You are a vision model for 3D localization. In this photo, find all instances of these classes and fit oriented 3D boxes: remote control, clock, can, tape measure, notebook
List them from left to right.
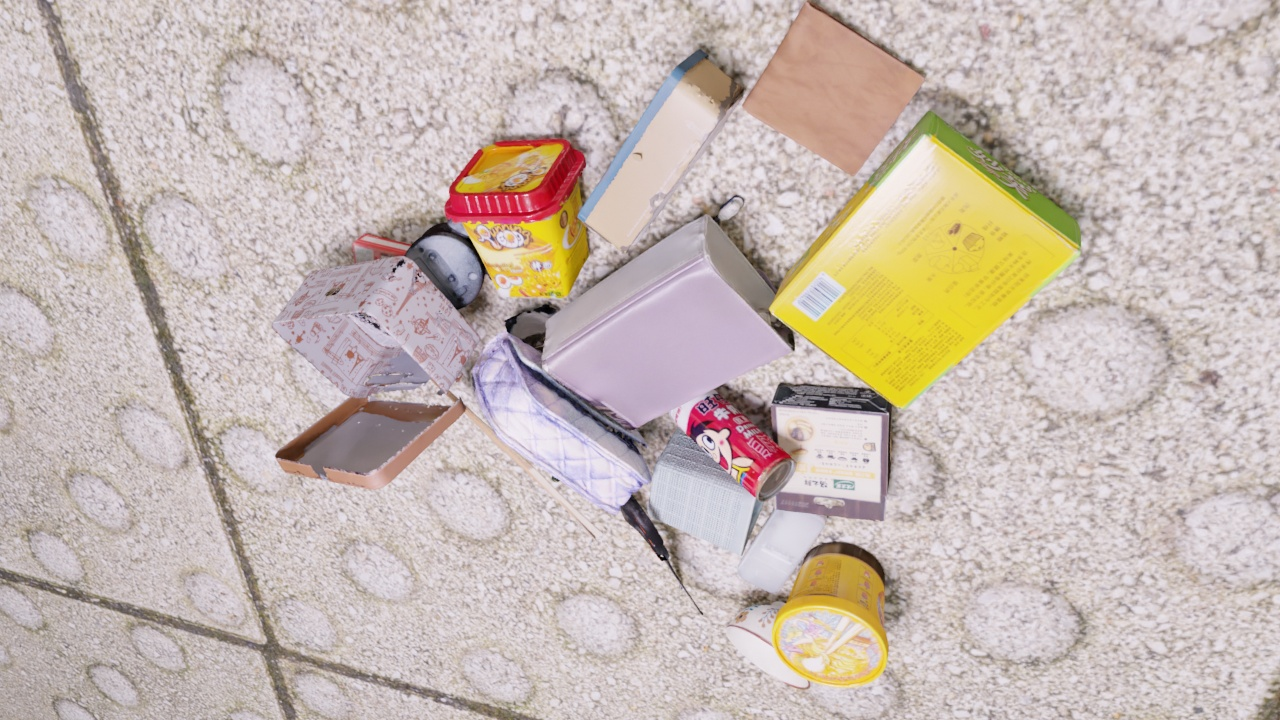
[{"bbox_3d":[-0.187,-0.103,0.938,0.122,0.055,0.082,-29,112,16],"label":"clock"},{"bbox_3d":[-0.136,0.099,0.969,0.211,0.012,0.149,34,166,42],"label":"notebook"},{"bbox_3d":[-0.104,-0.023,0.967,0.066,0.033,0.066,-14,103,29],"label":"tape measure"},{"bbox_3d":[0.090,0.078,0.915,0.133,0.053,0.053,42,133,31],"label":"can"},{"bbox_3d":[0.156,0.206,1.025,0.056,0.020,0.136,26,126,3],"label":"remote control"}]

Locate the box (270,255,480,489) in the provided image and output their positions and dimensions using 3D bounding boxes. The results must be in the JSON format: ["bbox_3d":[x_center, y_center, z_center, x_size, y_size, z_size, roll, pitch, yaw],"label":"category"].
[{"bbox_3d":[-0.288,0.024,0.915,0.183,0.192,0.157,-3,137,39],"label":"box"}]

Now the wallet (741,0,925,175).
[{"bbox_3d":[0.157,-0.221,0.756,0.115,0.020,0.101,32,126,-3],"label":"wallet"}]

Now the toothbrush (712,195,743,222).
[{"bbox_3d":[0.031,-0.101,0.884,0.015,0.018,0.182,43,128,-14],"label":"toothbrush"}]

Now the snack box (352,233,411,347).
[{"bbox_3d":[-0.277,-0.062,1.023,0.075,0.025,0.153,14,125,12],"label":"snack box"}]

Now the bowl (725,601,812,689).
[{"bbox_3d":[0.161,0.320,1.058,0.113,0.062,0.114,32,154,18],"label":"bowl"}]

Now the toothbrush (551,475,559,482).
[{"bbox_3d":[-0.085,0.068,1.038,0.017,0.012,0.186,14,125,7],"label":"toothbrush"}]

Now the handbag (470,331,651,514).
[{"bbox_3d":[-0.073,0.063,0.922,0.075,0.134,0.194,-44,127,8],"label":"handbag"}]

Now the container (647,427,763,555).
[{"bbox_3d":[0.073,0.134,0.972,0.111,0.089,0.090,17,125,14],"label":"container"}]

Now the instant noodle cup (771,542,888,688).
[{"bbox_3d":[0.209,0.267,0.984,0.118,0.114,0.119,10,124,15],"label":"instant noodle cup"}]

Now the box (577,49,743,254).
[{"bbox_3d":[0.020,-0.182,0.792,0.060,0.089,0.185,36,124,-1],"label":"box"}]

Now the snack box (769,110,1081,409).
[{"bbox_3d":[0.236,-0.079,0.782,0.157,0.069,0.211,36,126,-3],"label":"snack box"}]

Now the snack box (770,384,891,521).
[{"bbox_3d":[0.191,0.091,0.918,0.113,0.053,0.126,4,123,19],"label":"snack box"}]

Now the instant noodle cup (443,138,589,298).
[{"bbox_3d":[-0.106,-0.130,0.867,0.116,0.115,0.124,3,133,20],"label":"instant noodle cup"}]

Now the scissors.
[{"bbox_3d":[0.012,0.204,1.030,0.021,0.211,0.221,-34,87,-8],"label":"scissors"}]

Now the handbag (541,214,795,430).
[{"bbox_3d":[0.026,-0.027,0.870,0.197,0.098,0.145,-30,122,26],"label":"handbag"}]
